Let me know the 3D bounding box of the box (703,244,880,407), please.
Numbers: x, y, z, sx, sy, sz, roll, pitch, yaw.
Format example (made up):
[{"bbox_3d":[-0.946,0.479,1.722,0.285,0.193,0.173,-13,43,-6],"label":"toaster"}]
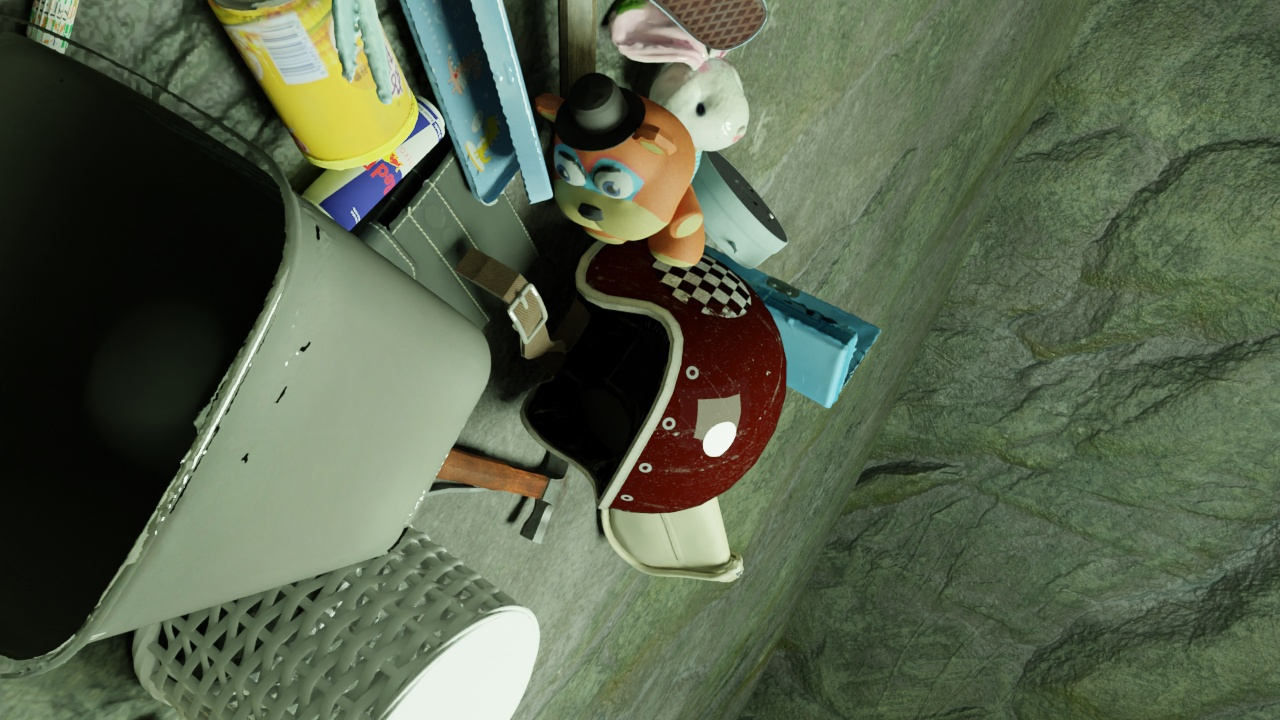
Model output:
[{"bbox_3d":[0.116,-0.064,0.895,0.109,0.232,0.094,-46,153,-33],"label":"box"}]

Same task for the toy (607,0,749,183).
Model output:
[{"bbox_3d":[0.032,-0.186,0.747,0.130,0.106,0.206,-30,142,-44],"label":"toy"}]

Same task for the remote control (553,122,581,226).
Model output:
[{"bbox_3d":[-0.047,-0.161,0.732,0.046,0.009,0.125,-49,155,-24],"label":"remote control"}]

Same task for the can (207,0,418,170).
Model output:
[{"bbox_3d":[-0.157,-0.151,0.448,0.067,0.068,0.105,-51,155,-20],"label":"can"}]

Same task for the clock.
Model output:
[{"bbox_3d":[0.088,-0.148,0.885,0.045,0.122,0.159,-40,-178,19],"label":"clock"}]

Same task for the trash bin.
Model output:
[{"bbox_3d":[-0.195,0.004,0.417,0.197,0.197,0.220,-61,163,-1],"label":"trash bin"}]

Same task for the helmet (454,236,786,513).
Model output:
[{"bbox_3d":[-0.004,0.004,0.764,0.233,0.253,0.234,-56,175,-45],"label":"helmet"}]

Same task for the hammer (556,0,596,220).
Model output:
[{"bbox_3d":[-0.046,-0.208,0.606,0.147,0.028,0.318,-11,146,-11],"label":"hammer"}]

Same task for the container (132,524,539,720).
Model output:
[{"bbox_3d":[-0.197,0.197,0.618,0.188,0.187,0.190,-46,152,-33],"label":"container"}]

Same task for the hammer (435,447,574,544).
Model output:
[{"bbox_3d":[-0.131,0.102,0.820,0.111,0.028,0.300,-67,159,-6],"label":"hammer"}]

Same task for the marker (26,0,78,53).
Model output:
[{"bbox_3d":[-0.213,-0.189,0.355,0.017,0.017,0.146,-4,121,-62],"label":"marker"}]

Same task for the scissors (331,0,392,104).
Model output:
[{"bbox_3d":[-0.122,-0.190,0.411,0.108,0.016,0.179,-14,87,-70],"label":"scissors"}]

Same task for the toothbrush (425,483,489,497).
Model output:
[{"bbox_3d":[-0.177,0.112,0.790,0.167,0.013,0.013,1,109,-64],"label":"toothbrush"}]

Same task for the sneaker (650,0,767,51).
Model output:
[{"bbox_3d":[0.000,-0.307,0.607,0.084,0.098,0.241,-29,149,24],"label":"sneaker"}]

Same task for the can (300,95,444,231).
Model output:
[{"bbox_3d":[-0.156,-0.115,0.538,0.095,0.032,0.032,-51,155,-19],"label":"can"}]

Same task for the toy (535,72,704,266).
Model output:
[{"bbox_3d":[-0.010,-0.129,0.625,0.096,0.112,0.176,-57,154,-24],"label":"toy"}]

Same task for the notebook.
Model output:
[{"bbox_3d":[-0.158,-0.038,0.634,0.208,0.029,0.169,-57,159,-14],"label":"notebook"}]

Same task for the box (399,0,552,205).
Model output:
[{"bbox_3d":[-0.104,-0.182,0.543,0.064,0.069,0.210,-13,142,-2],"label":"box"}]

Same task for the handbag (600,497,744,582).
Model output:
[{"bbox_3d":[0.048,0.157,1.106,0.131,0.184,0.229,-48,138,-32],"label":"handbag"}]
